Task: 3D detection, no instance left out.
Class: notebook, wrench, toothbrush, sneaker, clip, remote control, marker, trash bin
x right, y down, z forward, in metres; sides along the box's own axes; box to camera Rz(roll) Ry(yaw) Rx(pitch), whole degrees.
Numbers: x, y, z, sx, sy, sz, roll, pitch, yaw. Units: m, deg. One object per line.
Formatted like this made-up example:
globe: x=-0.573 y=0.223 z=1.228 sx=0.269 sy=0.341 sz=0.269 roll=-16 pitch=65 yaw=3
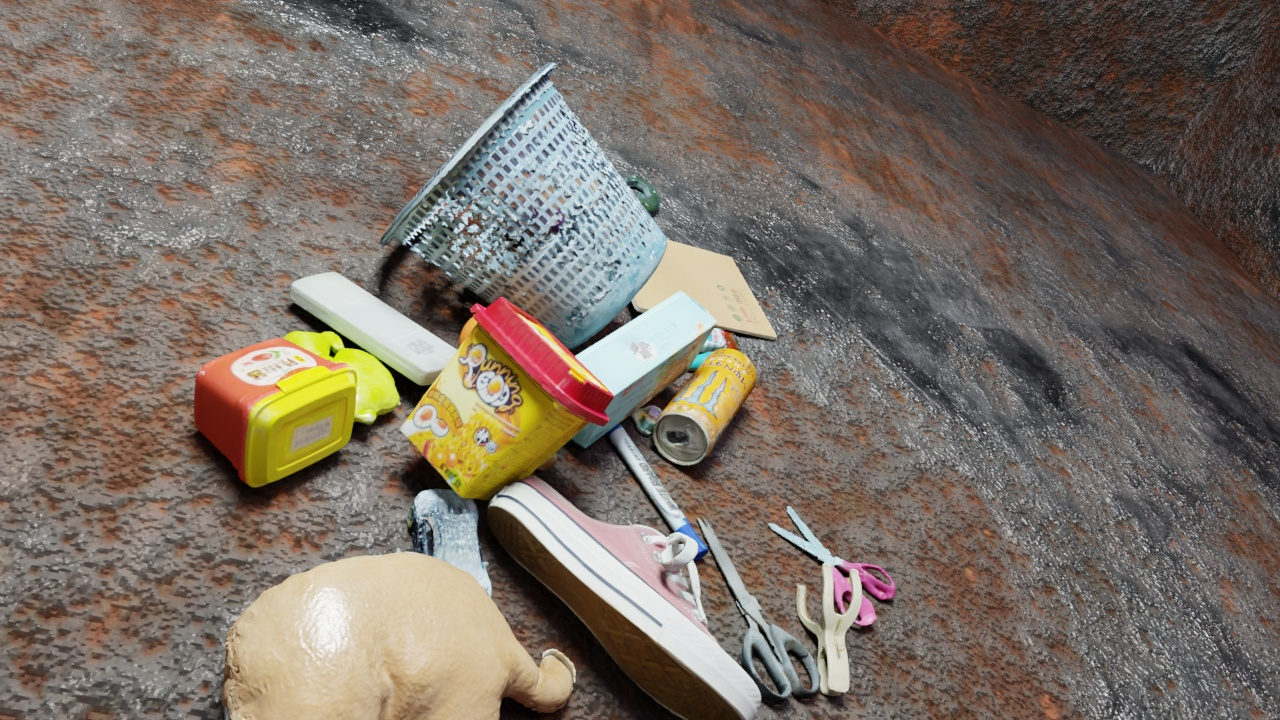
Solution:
notebook: x=0.056 y=-0.093 z=1.074 sx=0.207 sy=0.008 sz=0.147 roll=9 pitch=42 yaw=-35
wrench: x=-0.019 y=-0.162 z=1.113 sx=0.056 sy=0.016 sz=0.272 roll=28 pitch=35 yaw=-6
toothbrush: x=-0.066 y=0.010 z=0.860 sx=0.189 sy=0.020 sz=0.029 roll=32 pitch=73 yaw=0
sneaker: x=-0.001 y=0.158 z=0.657 sx=0.241 sy=0.118 sz=0.087 roll=38 pitch=55 yaw=19
clip: x=0.158 y=0.209 z=0.744 sx=0.035 sy=0.095 sz=0.102 roll=16 pitch=27 yaw=-12
remote control: x=-0.222 y=-0.027 z=0.772 sx=0.150 sy=0.021 sz=0.058 roll=32 pitch=24 yaw=12
marker: x=0.012 y=0.111 z=0.797 sx=0.016 sy=0.017 sz=0.145 roll=-7 pitch=50 yaw=-42
trash bin: x=-0.092 y=-0.123 z=0.851 sx=0.195 sy=0.227 sz=0.225 roll=44 pitch=32 yaw=-13

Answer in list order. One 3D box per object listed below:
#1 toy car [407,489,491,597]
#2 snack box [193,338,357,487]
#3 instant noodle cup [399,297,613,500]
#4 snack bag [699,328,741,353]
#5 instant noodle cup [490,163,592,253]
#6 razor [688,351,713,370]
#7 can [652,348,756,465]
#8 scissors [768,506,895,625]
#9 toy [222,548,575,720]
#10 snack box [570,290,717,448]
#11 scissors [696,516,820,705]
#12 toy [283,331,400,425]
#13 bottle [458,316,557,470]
toy car: x=-0.133 y=0.134 z=0.645 sx=0.049 sy=0.031 sz=0.105 roll=7 pitch=43 yaw=-28
snack box: x=-0.257 y=0.033 z=0.642 sx=0.080 sy=0.082 sz=0.091 roll=29 pitch=31 yaw=20
instant noodle cup: x=-0.103 y=0.035 z=0.692 sx=0.116 sy=0.123 sz=0.116 roll=44 pitch=2 yaw=18
snack bag: x=0.059 y=-0.025 z=0.993 sx=0.105 sy=0.026 sz=0.045 roll=7 pitch=44 yaw=-28
instant noodle cup: x=-0.107 y=-0.177 z=0.996 sx=0.099 sy=0.112 sz=0.111 roll=8 pitch=40 yaw=-16
razor: x=0.047 y=-0.003 z=0.954 sx=0.132 sy=0.028 sz=0.043 roll=1 pitch=46 yaw=-32
can: x=0.064 y=0.042 z=0.886 sx=0.058 sy=0.058 sz=0.145 roll=36 pitch=34 yaw=6
scissors: x=0.179 y=0.182 z=0.840 sx=0.107 sy=0.017 sz=0.135 roll=-5 pitch=45 yaw=-37
toy: x=-0.132 y=0.179 z=0.553 sx=0.225 sy=0.083 sz=0.143 roll=0 pitch=65 yaw=-41
snack box: x=-0.005 y=0.005 z=0.828 sx=0.051 sy=0.074 sz=0.174 roll=41 pitch=42 yaw=13
scissors: x=0.095 y=0.201 z=0.756 sx=0.133 sy=0.014 sz=0.175 roll=25 pitch=32 yaw=-7
toy: x=-0.235 y=0.011 z=0.720 sx=0.100 sy=0.031 sz=0.096 roll=18 pitch=32 yaw=-19
bottle: x=-0.105 y=0.027 z=0.778 sx=0.066 sy=0.067 sz=0.149 roll=-2 pitch=54 yaw=-39
